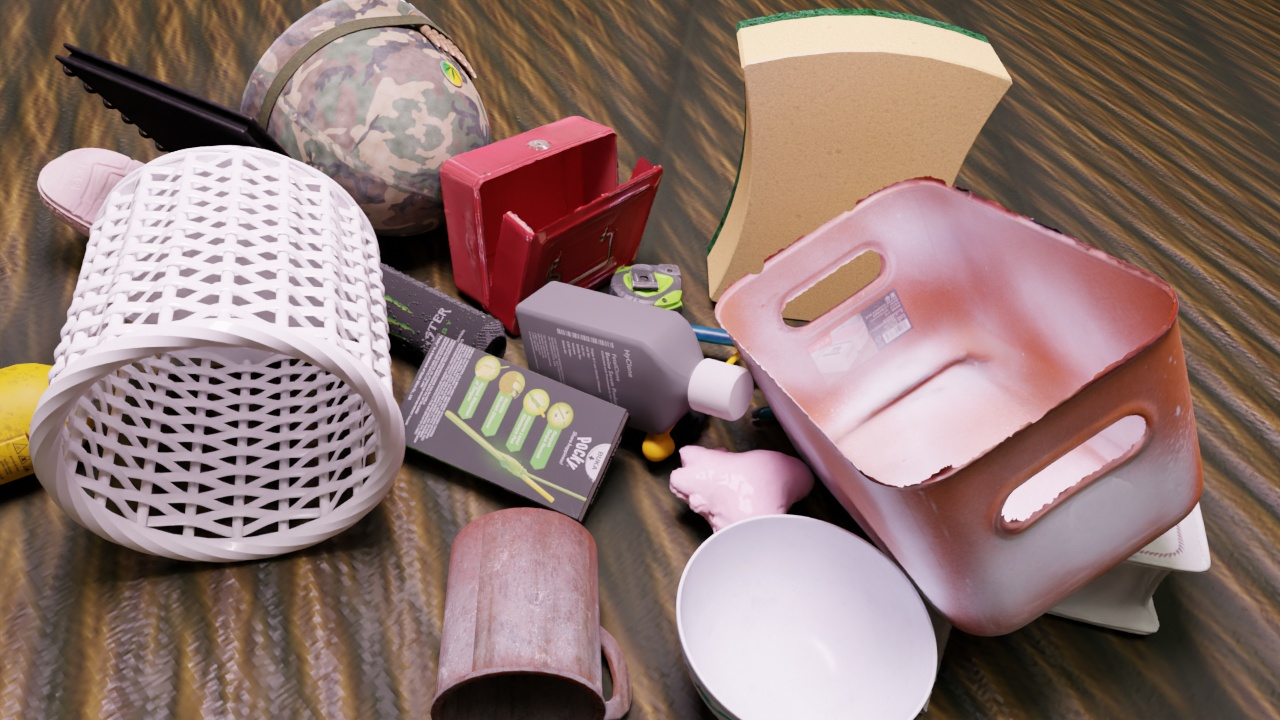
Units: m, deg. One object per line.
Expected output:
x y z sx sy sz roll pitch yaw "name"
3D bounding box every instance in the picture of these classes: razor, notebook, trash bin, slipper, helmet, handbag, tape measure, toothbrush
0.014 -0.025 0.750 0.144 0.022 0.042 6 43 8 "razor"
-0.304 -0.143 0.699 0.169 0.231 0.019 23 77 14 "notebook"
0.189 0.020 0.573 0.181 0.157 0.259 -33 30 -2 "trash bin"
-0.358 -0.085 0.730 0.239 0.065 0.094 26 47 -1 "slipper"
-0.233 -0.212 0.792 0.236 0.193 0.223 43 21 12 "helmet"
0.300 0.076 0.650 0.142 0.096 0.198 13 44 5 "handbag"
0.005 -0.060 0.787 0.065 0.036 0.058 0 44 -11 "tape measure"
0.055 0.020 0.718 0.031 0.031 0.196 22 39 21 "toothbrush"

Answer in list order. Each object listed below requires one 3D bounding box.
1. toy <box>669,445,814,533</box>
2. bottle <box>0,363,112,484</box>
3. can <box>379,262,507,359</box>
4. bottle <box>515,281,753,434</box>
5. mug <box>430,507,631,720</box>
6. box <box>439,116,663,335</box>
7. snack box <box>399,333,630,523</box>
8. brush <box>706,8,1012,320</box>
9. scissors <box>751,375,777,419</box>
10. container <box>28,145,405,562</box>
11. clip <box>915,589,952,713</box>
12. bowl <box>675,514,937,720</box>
0.066 0.091 0.622 0.096 0.053 0.098 24 46 4 "toy"
-0.418 0.049 0.570 0.163 0.071 0.071 -23 51 -30 "bottle"
-0.170 -0.031 0.711 0.138 0.054 0.053 26 45 17 "can"
-0.004 0.004 0.647 0.174 0.084 0.046 15 40 33 "bottle"
-0.054 0.156 0.518 0.123 0.096 0.110 33 37 -30 "mug"
-0.080 -0.118 0.768 0.117 0.136 0.157 38 48 22 "box"
-0.091 0.046 0.634 0.147 0.025 0.080 21 77 13 "snack box"
0.164 -0.151 0.755 0.195 0.251 0.075 3 43 -1 "brush"
0.147 0.023 0.737 0.151 0.019 0.130 29 46 21 "scissors"
-0.251 -0.006 0.570 0.189 0.190 0.186 -5 44 -16 "container"
0.173 0.165 0.580 0.054 0.040 0.101 33 45 7 "clip"
0.086 0.169 0.527 0.144 0.074 0.143 5 43 -5 "bowl"
